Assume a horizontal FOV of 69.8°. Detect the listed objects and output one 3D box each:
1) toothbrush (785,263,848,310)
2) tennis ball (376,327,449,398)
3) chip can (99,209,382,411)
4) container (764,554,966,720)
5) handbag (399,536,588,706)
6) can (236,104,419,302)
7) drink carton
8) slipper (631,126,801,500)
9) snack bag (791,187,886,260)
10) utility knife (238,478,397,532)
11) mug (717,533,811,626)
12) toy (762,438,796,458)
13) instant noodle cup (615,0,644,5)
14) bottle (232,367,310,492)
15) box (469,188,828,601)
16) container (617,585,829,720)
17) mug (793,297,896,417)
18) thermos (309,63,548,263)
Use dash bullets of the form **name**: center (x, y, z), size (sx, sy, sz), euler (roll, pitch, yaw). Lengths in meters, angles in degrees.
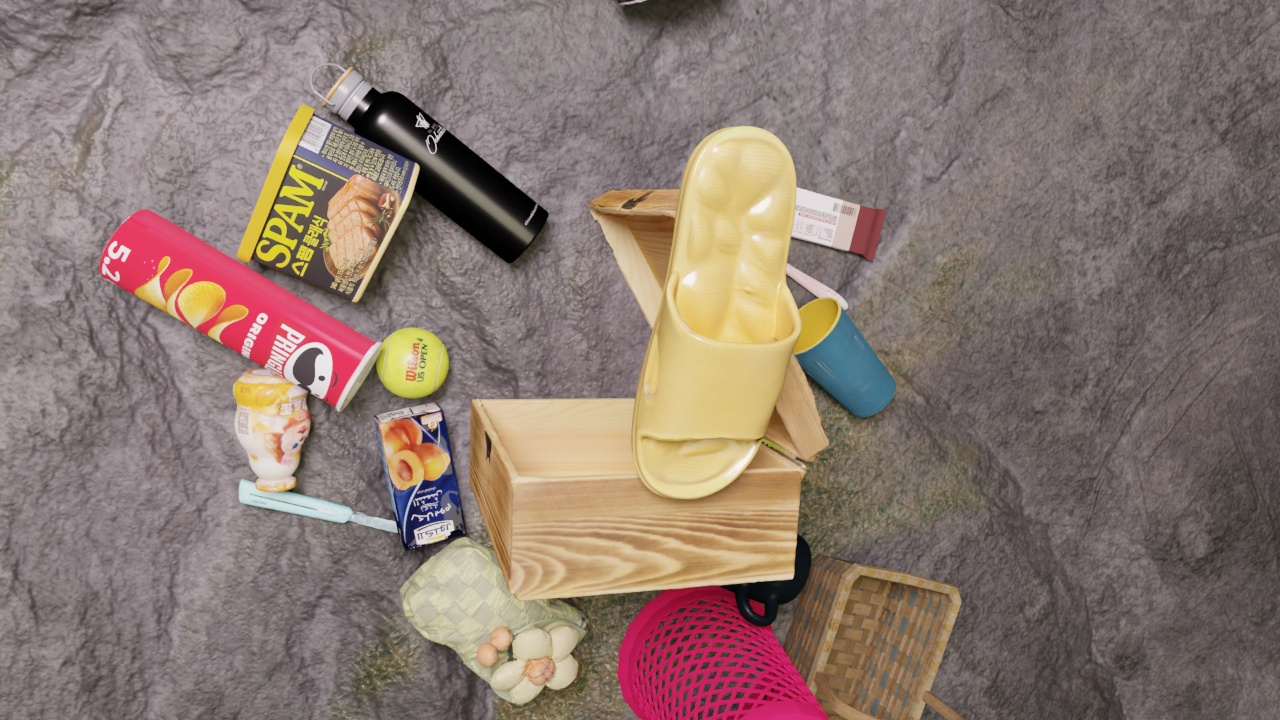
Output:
- **toothbrush**: center (0.150, -0.098, 0.956), size (0.181, 0.018, 0.015), euler (30, 91, -20)
- **tennis ball**: center (-0.209, 0.002, 0.844), size (0.065, 0.065, 0.065), euler (-3, 101, -16)
- **chip can**: center (-0.335, -0.041, 0.777), size (0.220, 0.069, 0.069), euler (31, 90, -9)
- **container**: center (0.245, 0.344, 0.978), size (0.157, 0.186, 0.250), euler (16, 96, -19)
- **handbag**: center (-0.139, 0.261, 0.887), size (0.186, 0.117, 0.113), euler (41, 87, -21)
- **can**: center (-0.262, -0.127, 0.775), size (0.104, 0.075, 0.136), euler (24, 126, -21)
- **drink carton**: center (-0.209, 0.111, 0.875), size (0.064, 0.040, 0.130), euler (-13, 103, -20)
- **slipper**: center (0.061, -0.026, 0.623), size (0.099, 0.078, 0.263), euler (5, 99, -19)
- **snack bag**: center (0.182, -0.148, 0.957), size (0.157, 0.013, 0.057), euler (11, 95, -18)
- **utility knife**: center (-0.292, 0.145, 0.877), size (0.179, 0.016, 0.022), euler (18, 94, -22)
- **mug**: center (0.120, 0.220, 0.957), size (0.094, 0.121, 0.085), euler (25, 132, -19)
- **toy**: center (0.130, 0.087, 0.971), size (0.092, 0.046, 0.115), euler (-17, 112, -12)
- **instant noodle cup**: center (0.018, -0.381, 0.808), size (0.137, 0.137, 0.112), euler (-21, 114, -12)
- **bottle**: center (-0.329, 0.062, 0.822), size (0.063, 0.063, 0.108), euler (-2, 102, -16)
- **box**: center (0.011, 0.003, 0.799), size (0.281, 0.279, 0.315), euler (2, 98, -17)
- **container**: center (0.095, 0.349, 0.914), size (0.183, 0.226, 0.183), euler (-3, 101, -16)
- **mug**: center (0.211, 0.001, 0.966), size (0.121, 0.078, 0.078), euler (43, 87, -24)
- **thermos**: center (-0.190, -0.181, 0.816), size (0.231, 0.061, 0.061), euler (38, 88, -19)
